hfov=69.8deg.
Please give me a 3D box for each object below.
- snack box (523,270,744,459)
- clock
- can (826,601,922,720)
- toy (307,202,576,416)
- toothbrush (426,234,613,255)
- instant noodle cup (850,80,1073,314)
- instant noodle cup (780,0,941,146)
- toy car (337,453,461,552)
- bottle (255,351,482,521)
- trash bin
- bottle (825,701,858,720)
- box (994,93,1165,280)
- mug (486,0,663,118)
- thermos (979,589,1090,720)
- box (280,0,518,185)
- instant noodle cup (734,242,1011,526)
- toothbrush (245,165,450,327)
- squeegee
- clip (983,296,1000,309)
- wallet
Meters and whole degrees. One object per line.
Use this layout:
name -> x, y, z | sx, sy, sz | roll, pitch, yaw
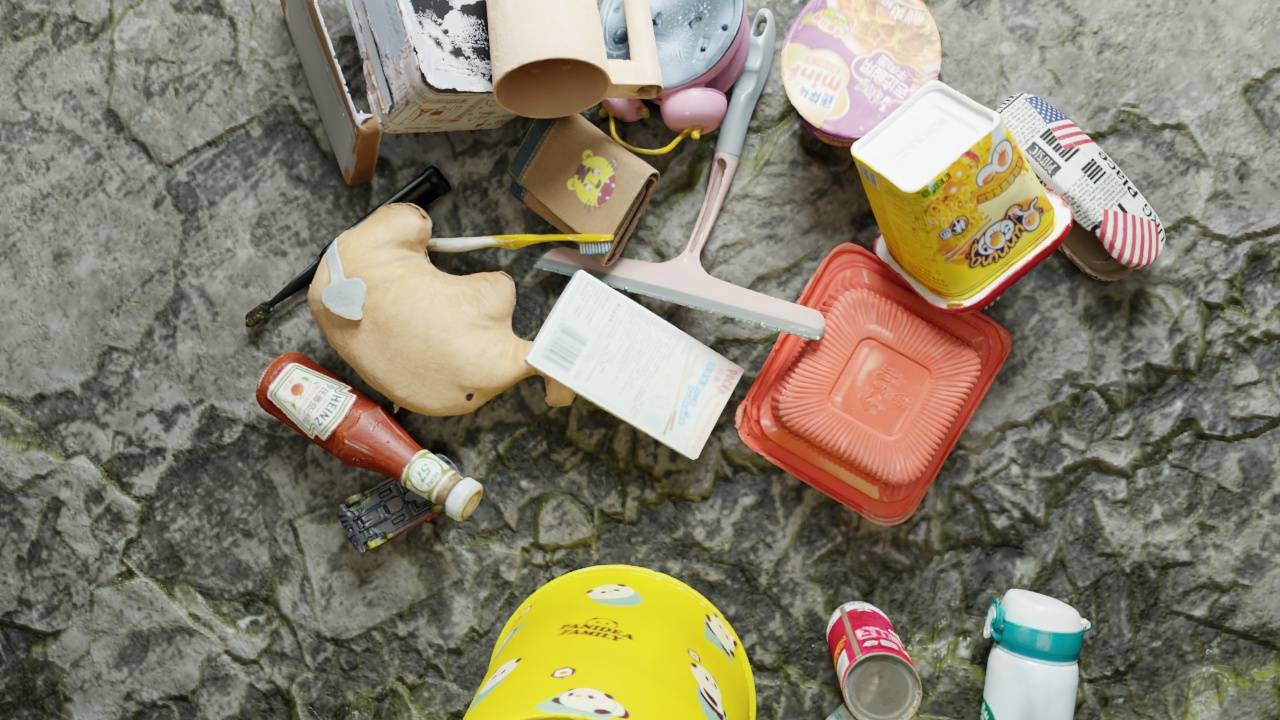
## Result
snack box -> -0.004, 0.004, 0.725 | 0.157, 0.027, 0.084 | 31, 82, -11
clock -> 0.024, -0.235, 0.711 | 0.117, 0.059, 0.158 | 19, 88, 23
can -> 0.171, 0.222, 0.685 | 0.053, 0.132, 0.053 | 0, 91, 6
toy -> -0.159, -0.019, 0.742 | 0.226, 0.082, 0.143 | 38, 101, -7
toothbrush -> -0.105, -0.092, 0.737 | 0.192, 0.016, 0.018 | 2, 104, 27
instant noodle cup -> 0.215, -0.115, 0.636 | 0.116, 0.116, 0.123 | -40, 132, 6
instant noodle cup -> 0.161, -0.212, 0.691 | 0.111, 0.099, 0.111 | 0, 90, 8
toy car -> -0.200, 0.119, 0.774 | 0.106, 0.031, 0.049 | -30, 84, -5
bottle -> -0.220, 0.064, 0.747 | 0.206, 0.059, 0.060 | 30, 94, 14
trash bin -> -0.030, 0.288, 0.649 | 0.230, 0.255, 0.229 | 0, 91, 6
bottle -> 0.138, 0.334, 0.738 | 0.080, 0.044, 0.195 | 38, 94, -4
box -> 0.327, -0.135, 0.685 | 0.075, 0.081, 0.163 | -42, 84, 0
mug -> -0.049, -0.241, 0.663 | 0.124, 0.084, 0.103 | -4, 78, -16
thermos -> 0.292, 0.291, 0.708 | 0.073, 0.073, 0.224 | 7, 92, 6
box -> -0.199, -0.252, 0.734 | 0.193, 0.156, 0.183 | -17, 89, 48
instant noodle cup -> 0.178, 0.021, 0.707 | 0.164, 0.079, 0.189 | 28, 96, 5
toothbrush -> -0.252, -0.093, 0.777 | 0.213, 0.027, 0.026 | -35, 123, 6
squeegee -> 0.066, -0.159, 0.734 | 0.248, 0.040, 0.249 | 17, 87, 24
clip -> 0.241, -0.078, 0.720 | 0.061, 0.034, 0.097 | -41, 82, 7
wallet -> -0.048, -0.141, 0.728 | 0.115, 0.033, 0.090 | 40, 114, 20
